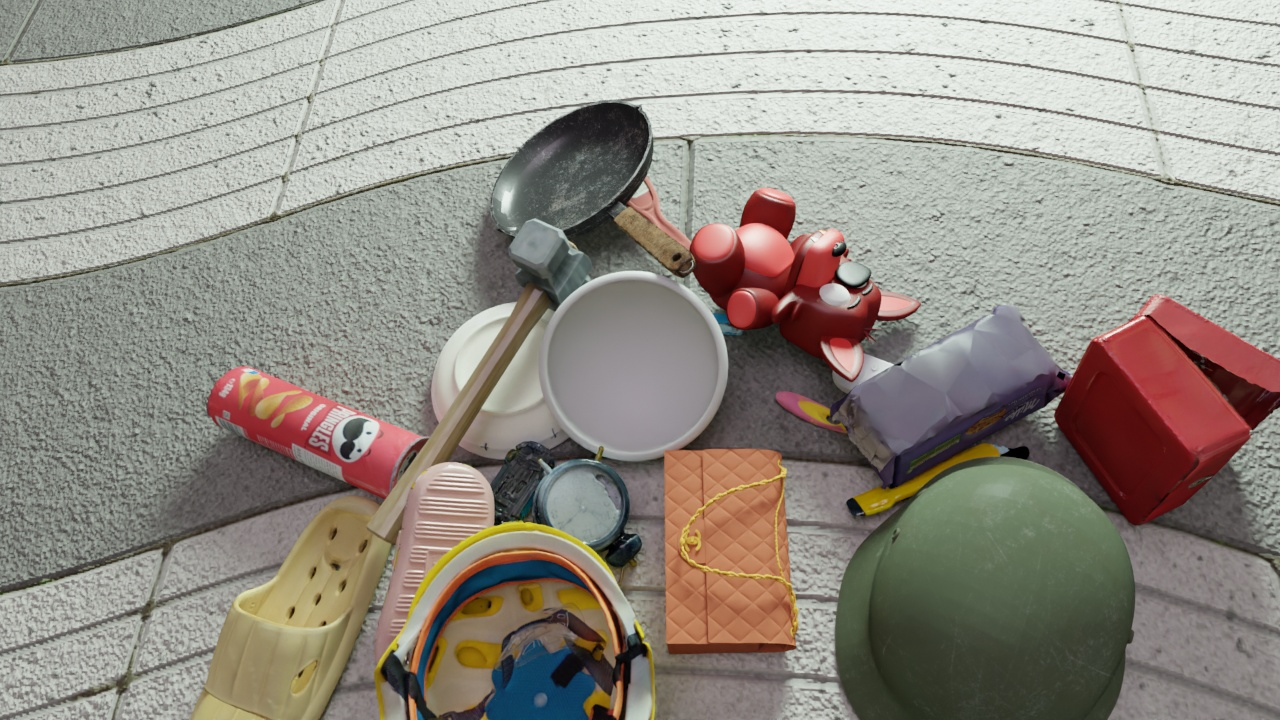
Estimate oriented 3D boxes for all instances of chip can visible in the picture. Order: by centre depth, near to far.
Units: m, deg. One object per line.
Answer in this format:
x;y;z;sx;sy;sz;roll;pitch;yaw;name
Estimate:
-0.315;0.072;0.904;0.233;0.073;0.073;19;65;20;chip can

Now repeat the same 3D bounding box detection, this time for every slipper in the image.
-0.308;0.232;0.810;0.111;0.079;0.260;18;65;15;slipper
-0.180;0.188;0.812;0.093;0.082;0.197;13;82;-23;slipper

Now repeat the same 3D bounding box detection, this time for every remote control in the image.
0.247;0.029;0.868;0.136;0.013;0.043;23;67;20;remote control

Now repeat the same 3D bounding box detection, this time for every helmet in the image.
0.273;0.177;0.696;0.227;0.154;0.267;23;67;19;helmet
-0.088;0.265;0.721;0.209;0.140;0.239;-7;52;3;helmet

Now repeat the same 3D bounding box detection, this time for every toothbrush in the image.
0.189;0.059;0.862;0.135;0.016;0.021;23;69;23;toothbrush

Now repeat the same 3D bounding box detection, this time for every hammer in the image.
-0.150;0.024;0.855;0.051;0.117;0.322;26;77;21;hammer

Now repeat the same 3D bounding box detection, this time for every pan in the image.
-0.035;-0.164;0.954;0.207;0.040;0.357;-40;45;-2;pan

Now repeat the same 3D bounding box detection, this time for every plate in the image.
-0.128;0.010;0.929;0.182;0.034;0.182;-4;61;7;plate

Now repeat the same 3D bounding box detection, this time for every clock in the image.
-0.049;0.145;0.822;0.090;0.052;0.129;-12;79;-12;clock

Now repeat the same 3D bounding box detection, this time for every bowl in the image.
-0.005;0.005;0.875;0.177;0.066;0.176;0;91;5;bowl

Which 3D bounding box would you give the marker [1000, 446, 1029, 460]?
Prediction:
0.294;0.122;0.809;0.138;0.016;0.022;-40;35;-12;marker

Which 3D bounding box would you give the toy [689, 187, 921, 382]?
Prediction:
0.155;-0.074;0.885;0.197;0.121;0.157;33;45;20;toy

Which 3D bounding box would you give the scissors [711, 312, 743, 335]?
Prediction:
0.040;-0.034;0.941;0.140;0.015;0.083;12;62;13;scissors

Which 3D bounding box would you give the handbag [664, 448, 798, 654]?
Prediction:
0.076;0.161;0.798;0.109;0.060;0.171;-2;61;4;handbag

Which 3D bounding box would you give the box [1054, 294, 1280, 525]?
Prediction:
0.419;0.044;0.752;0.122;0.157;0.136;-41;61;-9;box

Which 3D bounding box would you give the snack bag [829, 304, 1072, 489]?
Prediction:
0.279;0.028;0.821;0.205;0.058;0.096;-28;59;-9;snack bag

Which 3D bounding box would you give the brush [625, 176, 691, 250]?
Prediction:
0.010;-0.160;1.004;0.041;0.030;0.172;-28;59;-7;brush

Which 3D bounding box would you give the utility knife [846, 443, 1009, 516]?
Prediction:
0.256;0.106;0.819;0.155;0.017;0.030;-24;30;-3;utility knife

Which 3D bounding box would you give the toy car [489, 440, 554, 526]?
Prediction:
-0.119;0.126;0.862;0.048;0.032;0.105;23;68;21;toy car
